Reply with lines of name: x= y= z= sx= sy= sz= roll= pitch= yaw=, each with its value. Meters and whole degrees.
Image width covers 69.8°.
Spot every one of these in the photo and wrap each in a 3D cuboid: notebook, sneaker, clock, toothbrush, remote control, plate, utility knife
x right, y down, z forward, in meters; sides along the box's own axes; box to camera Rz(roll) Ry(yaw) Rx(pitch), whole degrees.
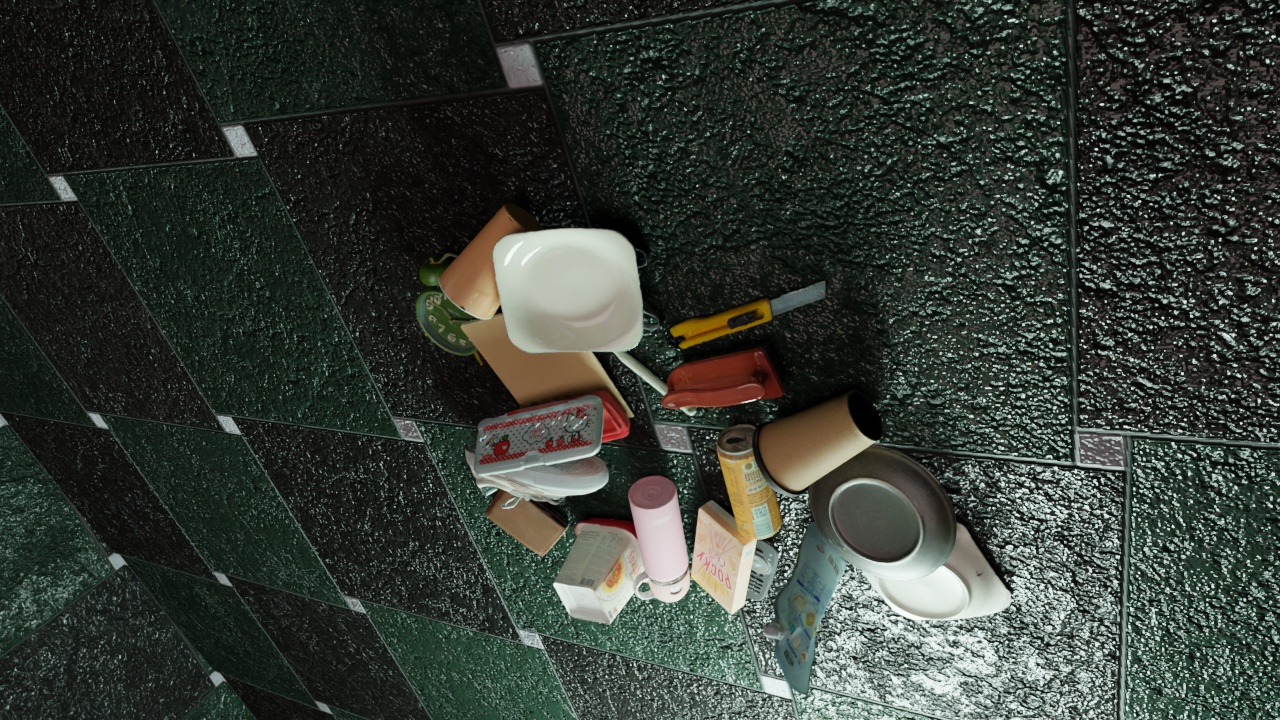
notebook: x=-0.117 y=0.014 z=1.172 sx=0.148 sy=0.008 sz=0.208 roll=-12 pitch=129 yaw=26
sneaker: x=-0.150 y=0.174 z=1.311 sx=0.243 sy=0.089 sz=0.091 roll=6 pitch=113 yaw=34
clock: x=-0.232 y=-0.074 z=1.183 sx=0.116 sy=0.056 sz=0.162 roll=26 pitch=136 yaw=10
toothbrush: x=-0.007 y=0.007 z=1.131 sx=0.189 sy=0.029 sz=0.020 roll=39 pitch=179 yaw=-3
remote control: x=0.159 y=0.279 z=1.249 sx=0.053 sy=0.024 sz=0.137 roll=27 pitch=137 yaw=20
plate: x=0.344 y=0.264 z=1.111 sx=0.164 sy=0.034 sz=0.164 roll=-23 pitch=111 yaw=42
plate: x=0.274 y=0.182 z=1.063 sx=0.180 sy=0.024 sz=0.180 roll=17 pitch=122 yaw=29
utility knife: x=0.111 y=-0.049 z=1.009 sx=0.224 sy=0.015 sz=0.033 roll=-18 pitch=117 yaw=41
plate: x=-0.079 y=-0.083 z=1.044 sx=0.164 sy=0.034 sz=0.164 roll=0 pitch=126 yaw=7

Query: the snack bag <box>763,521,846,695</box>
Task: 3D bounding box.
snack bag: x=0.201 y=0.296 z=1.116 sx=0.039 sy=0.190 sz=0.110 roll=-3 pitch=124 yaw=33

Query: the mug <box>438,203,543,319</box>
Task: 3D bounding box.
mug: x=-0.169 y=-0.118 z=1.067 sx=0.078 sy=0.078 sz=0.123 roll=41 pitch=109 yaw=-3

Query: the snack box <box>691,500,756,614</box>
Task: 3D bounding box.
snack box: x=0.112 y=0.270 z=1.253 sx=0.084 sy=0.026 sz=0.158 roll=37 pitch=141 yaw=33

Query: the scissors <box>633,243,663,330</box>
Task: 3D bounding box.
scissors: x=-0.045 y=-0.092 z=1.076 sx=0.181 sy=0.014 sz=0.160 roll=35 pitch=136 yaw=3

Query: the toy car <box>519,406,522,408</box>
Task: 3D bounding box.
toy car: x=-0.151 y=0.081 z=1.279 sx=0.048 sy=0.032 sz=0.105 roll=34 pitch=135 yaw=4

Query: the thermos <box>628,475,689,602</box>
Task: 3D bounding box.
thermos: x=0.020 y=0.257 z=1.282 sx=0.067 sy=0.087 sz=0.199 roll=-122 pitch=19 yaw=-51

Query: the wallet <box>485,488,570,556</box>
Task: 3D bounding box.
wallet: x=-0.176 y=0.245 z=1.438 sx=0.124 sy=0.032 sz=0.101 roll=37 pitch=134 yaw=0

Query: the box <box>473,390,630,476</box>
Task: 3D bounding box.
box: x=-0.122 y=0.107 z=1.189 sx=0.202 sy=0.100 sz=0.095 roll=-14 pitch=128 yaw=29

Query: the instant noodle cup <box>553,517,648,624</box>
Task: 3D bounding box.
instant noodle cup: x=-0.057 y=0.310 z=1.345 sx=0.117 sy=0.123 sz=0.116 roll=0 pitch=125 yaw=34

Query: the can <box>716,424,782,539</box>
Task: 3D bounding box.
can: x=0.135 y=0.151 z=1.133 sx=0.058 sy=0.058 sz=0.146 roll=5 pitch=128 yaw=30

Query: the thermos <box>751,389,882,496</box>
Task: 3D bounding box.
thermos: x=0.195 y=0.091 z=1.027 sx=0.093 sy=0.092 sz=0.144 roll=48 pitch=128 yaw=-11

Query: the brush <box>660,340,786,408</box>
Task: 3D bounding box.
brush: x=0.089 y=0.025 z=1.047 sx=0.146 sy=0.069 sz=0.063 roll=-11 pitch=118 yaw=39
